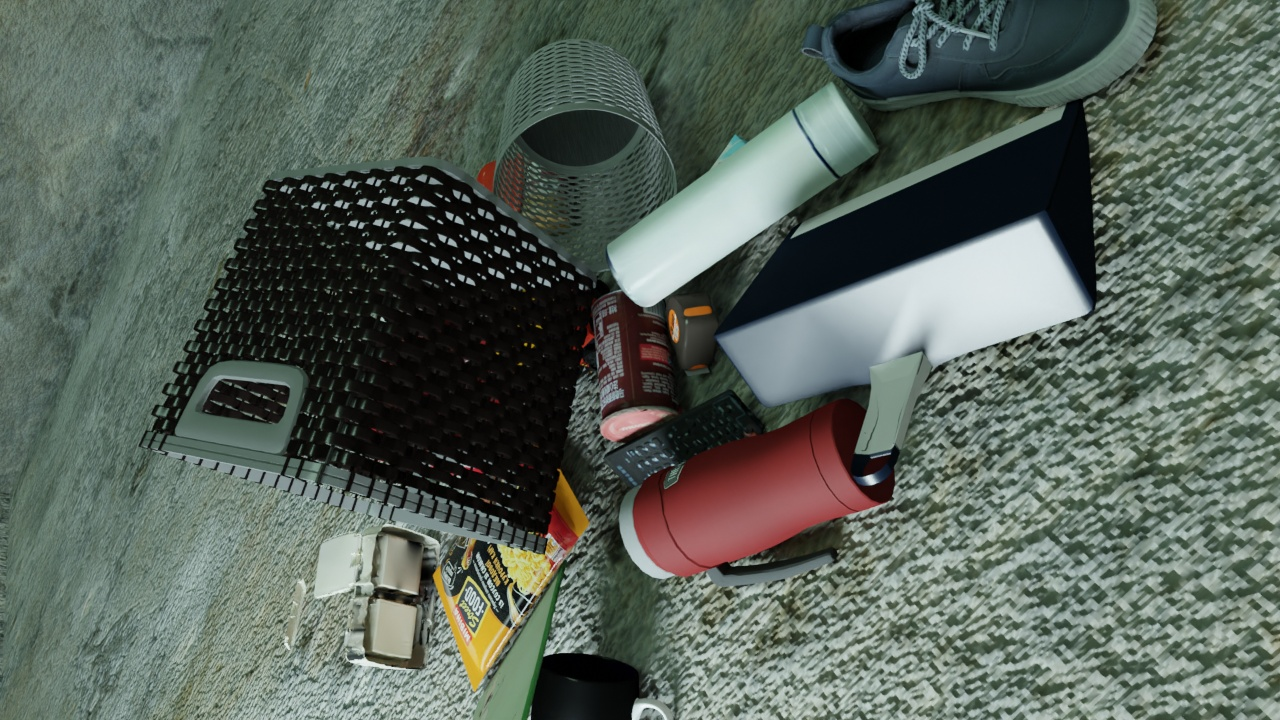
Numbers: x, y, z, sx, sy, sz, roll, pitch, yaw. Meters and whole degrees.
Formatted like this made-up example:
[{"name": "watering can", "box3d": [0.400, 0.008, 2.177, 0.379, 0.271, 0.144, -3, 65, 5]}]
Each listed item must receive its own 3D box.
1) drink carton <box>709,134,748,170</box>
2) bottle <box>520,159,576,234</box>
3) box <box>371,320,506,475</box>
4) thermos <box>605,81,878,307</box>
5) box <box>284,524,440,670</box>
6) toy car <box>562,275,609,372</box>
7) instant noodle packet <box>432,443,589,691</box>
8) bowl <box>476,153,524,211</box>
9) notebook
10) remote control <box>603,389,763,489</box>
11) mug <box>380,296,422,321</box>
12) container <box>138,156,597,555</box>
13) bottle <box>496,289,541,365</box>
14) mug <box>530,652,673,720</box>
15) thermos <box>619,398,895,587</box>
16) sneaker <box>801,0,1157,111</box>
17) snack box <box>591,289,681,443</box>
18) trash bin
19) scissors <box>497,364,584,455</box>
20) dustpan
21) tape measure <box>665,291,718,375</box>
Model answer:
[{"name": "drink carton", "box3d": [0.064, -0.137, 0.805, 0.129, 0.044, 0.038, -51, 45, 24]}, {"name": "bottle", "box3d": [-0.098, -0.195, 0.993, 0.056, 0.056, 0.105, -11, 69, 45]}, {"name": "box", "box3d": [-0.209, 0.039, 0.983, 0.088, 0.128, 0.157, -20, 60, 46]}, {"name": "thermos", "box3d": [0.077, -0.129, 0.741, 0.231, 0.068, 0.067, -33, 53, 23]}, {"name": "box", "box3d": [-0.315, 0.244, 0.960, 0.105, 0.187, 0.143, -14, 60, 28]}, {"name": "toy car", "box3d": [-0.054, -0.038, 0.895, 0.051, 0.048, 0.100, -43, 48, 29]}, {"name": "instant noodle packet", "box3d": [-0.137, 0.191, 0.916, 0.221, 0.032, 0.160, -57, 40, 17]}, {"name": "bowl", "box3d": [-0.163, -0.170, 1.024, 0.130, 0.045, 0.130, -173, 91, -75]}, {"name": "notebook", "box3d": [-0.118, 0.294, 0.766, 0.182, 0.010, 0.252, -60, 5, 13]}, {"name": "remote control", "box3d": [0.034, 0.067, 0.772, 0.151, 0.047, 0.022, -30, 20, 37]}, {"name": "mug", "box3d": [-0.270, -0.006, 1.101, 0.121, 0.090, 0.090, 42, 112, 10]}, {"name": "container", "box3d": [-0.204, 0.000, 0.763, 0.248, 0.245, 0.243, 4, 71, 34]}, {"name": "bottle", "box3d": [-0.114, -0.050, 0.960, 0.144, 0.043, 0.043, -56, 43, 4]}, {"name": "mug", "box3d": [-0.033, 0.301, 0.739, 0.119, 0.085, 0.100, 7, 86, 19]}, {"name": "thermos", "box3d": [0.085, 0.109, 0.675, 0.199, 0.083, 0.108, -29, 90, 36]}, {"name": "sneaker", "box3d": [0.221, -0.226, 0.631, 0.236, 0.087, 0.089, 8, 82, 49]}, {"name": "snack box", "box3d": [-0.005, 0.005, 0.810, 0.072, 0.072, 0.121, -30, 55, 38]}, {"name": "trash bin", "box3d": [-0.054, -0.197, 0.850, 0.157, 0.156, 0.183, -46, 30, 27]}, {"name": "scissors", "box3d": [-0.115, 0.042, 0.943, 0.171, 0.012, 0.157, -42, 38, 17]}, {"name": "dustpan", "box3d": [0.169, -0.036, 0.597, 0.237, 0.080, 0.272, -21, 21, 42]}, {"name": "tape measure", "box3d": [0.047, -0.029, 0.786, 0.058, 0.038, 0.058, -113, 20, -47]}]
